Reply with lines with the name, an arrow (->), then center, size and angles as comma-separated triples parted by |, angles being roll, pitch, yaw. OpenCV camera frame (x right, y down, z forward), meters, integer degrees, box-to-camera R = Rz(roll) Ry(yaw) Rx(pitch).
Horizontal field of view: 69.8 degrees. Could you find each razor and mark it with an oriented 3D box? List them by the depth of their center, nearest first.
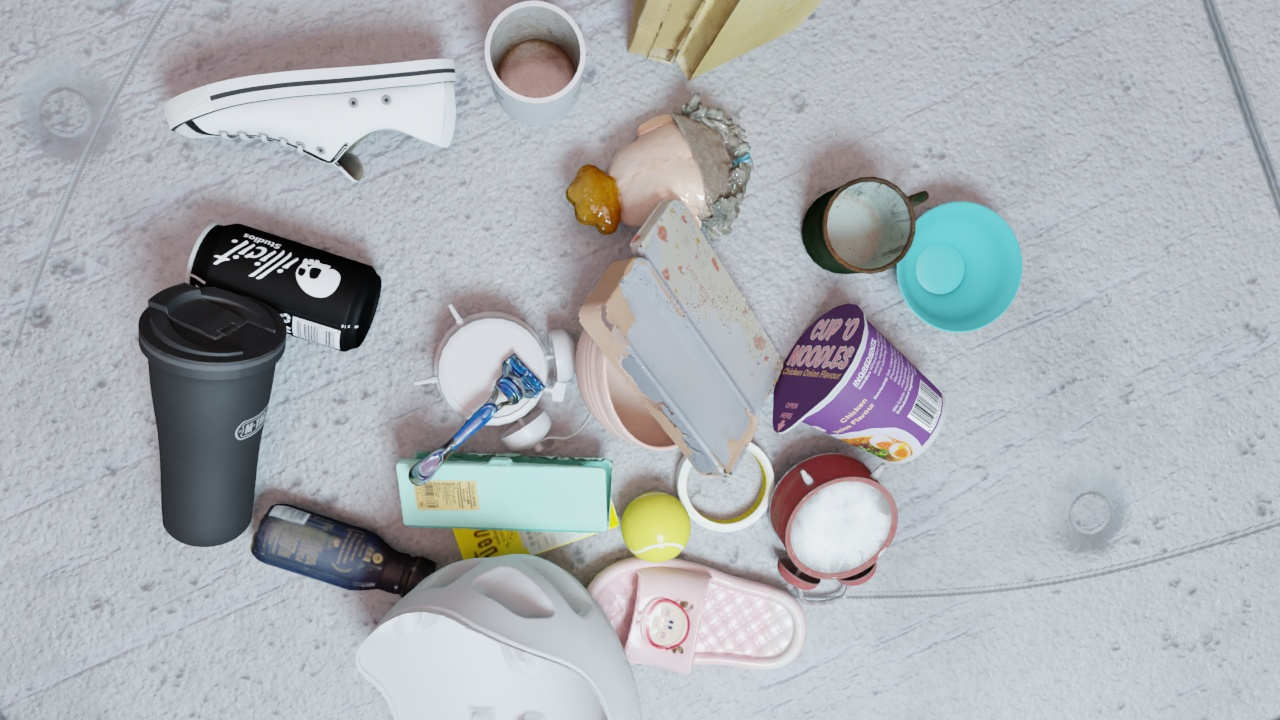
razor -> -0.144, 0.057, 0.791 | 0.140, 0.018, 0.044 | -45, 100, -12

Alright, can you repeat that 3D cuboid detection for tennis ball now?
tennis ball -> 0.014, 0.155, 0.857 | 0.065, 0.065, 0.065 | 0, 94, -6

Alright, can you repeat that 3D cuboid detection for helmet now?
helmet -> -0.103, 0.303, 0.788 | 0.225, 0.183, 0.282 | -20, 90, 34

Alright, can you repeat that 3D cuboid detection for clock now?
clock -> -0.117, 0.017, 0.842 | 0.159, 0.061, 0.120 | 25, 89, -11
clock -> 0.179, 0.163, 0.876 | 0.110, 0.062, 0.157 | -3, 112, -11

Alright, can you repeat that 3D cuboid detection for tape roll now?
tape roll -> 0.081, 0.118, 0.884 | 0.094, 0.019, 0.094 | 0, 94, -6

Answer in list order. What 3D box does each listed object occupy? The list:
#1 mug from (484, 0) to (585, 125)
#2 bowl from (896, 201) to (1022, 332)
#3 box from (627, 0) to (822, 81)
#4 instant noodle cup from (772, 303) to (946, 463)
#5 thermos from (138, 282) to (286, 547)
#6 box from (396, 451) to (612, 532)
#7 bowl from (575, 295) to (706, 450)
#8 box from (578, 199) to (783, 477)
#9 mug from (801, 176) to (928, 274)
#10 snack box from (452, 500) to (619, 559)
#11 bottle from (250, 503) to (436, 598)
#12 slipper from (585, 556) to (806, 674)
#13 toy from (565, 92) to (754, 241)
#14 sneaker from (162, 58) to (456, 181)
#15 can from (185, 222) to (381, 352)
mug -> -0.091, -0.275, 0.801 | 0.083, 0.096, 0.119 | -1, 94, -6
bowl -> 0.295, -0.088, 0.876 | 0.121, 0.046, 0.121 | 0, 94, -5
box -> 0.066, -0.315, 0.738 | 0.184, 0.248, 0.142 | 29, 91, -7
instant noodle cup -> 0.206, 0.038, 0.848 | 0.122, 0.122, 0.136 | 32, 81, -16
thermos -> -0.358, 0.052, 0.766 | 0.106, 0.105, 0.219 | 14, 120, -6
box -> -0.120, 0.115, 0.812 | 0.189, 0.080, 0.077 | 3, 72, 4
bowl -> -0.005, 0.005, 0.825 | 0.152, 0.076, 0.153 | 4, 85, -47
box -> 0.047, -0.017, 0.799 | 0.216, 0.043, 0.150 | 53, 50, -30
mug -> 0.210, -0.128, 0.848 | 0.111, 0.081, 0.085 | -27, 96, -3
snack box -> -0.099, 0.150, 0.866 | 0.149, 0.025, 0.061 | -18, 95, -4
bottle -> -0.268, 0.178, 0.836 | 0.160, 0.056, 0.056 | 20, 92, -6
slipper -> 0.051, 0.245, 0.872 | 0.221, 0.056, 0.107 | 8, 91, -6
toy -> 0.020, -0.160, 0.831 | 0.176, 0.076, 0.132 | -14, 71, -6
sneaker -> -0.279, -0.204, 0.801 | 0.245, 0.091, 0.097 | -8, 109, -7
can -> -0.309, -0.065, 0.804 | 0.146, 0.080, 0.080 | 18, 92, -6
